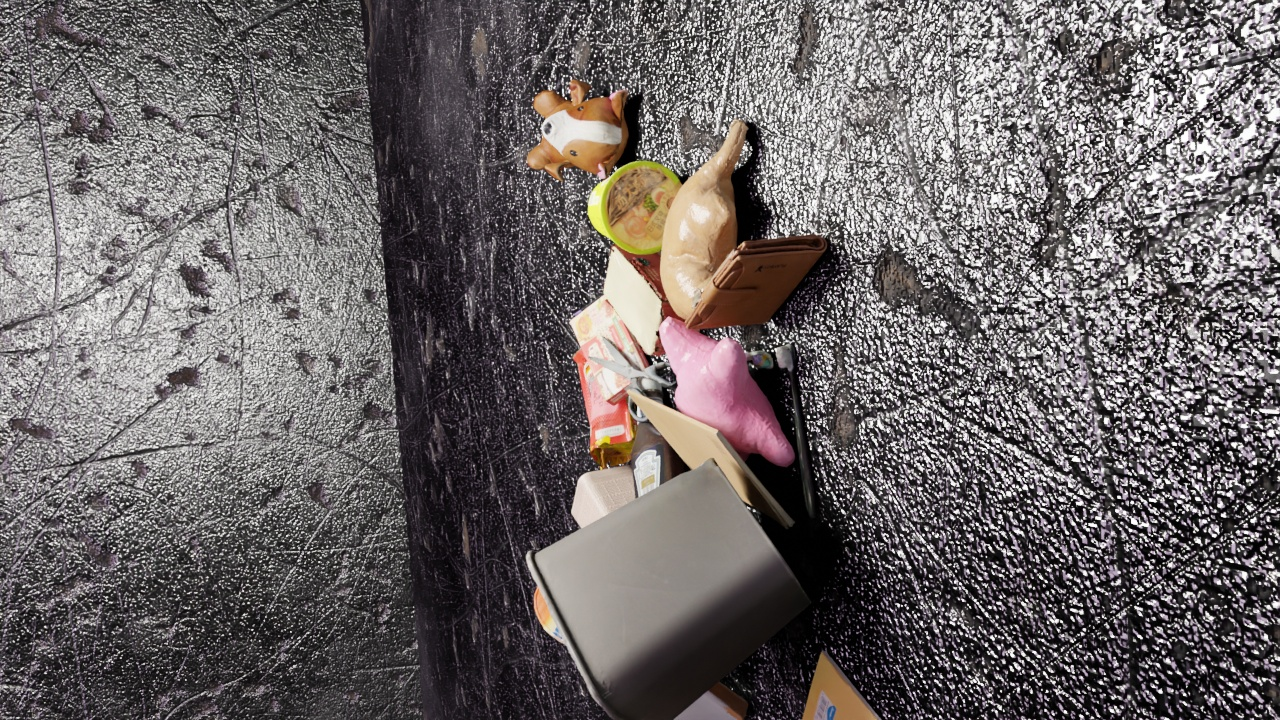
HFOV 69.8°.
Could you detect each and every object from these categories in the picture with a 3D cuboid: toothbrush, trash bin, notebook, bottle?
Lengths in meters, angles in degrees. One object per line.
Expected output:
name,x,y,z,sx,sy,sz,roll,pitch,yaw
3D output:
toothbrush,0.094,0.000,1.067,0.020,0.029,0.190,-56,19,-15
trash bin,0.037,0.237,0.947,0.199,0.220,0.199,55,179,35
notebook,0.222,0.409,0.895,0.206,0.010,0.146,46,136,52
notebook,0.073,0.106,1.036,0.149,0.012,0.212,51,167,-25
toothbrush,-0.069,-0.089,1.397,0.189,0.014,0.016,157,113,-64
bottle,0.019,0.114,1.188,0.080,0.044,0.194,-35,52,43
toothbrush,0.162,0.073,0.945,0.016,0.018,0.181,-15,83,61

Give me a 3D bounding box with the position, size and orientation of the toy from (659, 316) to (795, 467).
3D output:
toy,0.080,0.035,1.008,0.194,0.074,0.179,60,155,-11

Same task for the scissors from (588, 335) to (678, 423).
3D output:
scissors,-0.013,0.021,1.218,0.164,0.014,0.165,-15,56,30

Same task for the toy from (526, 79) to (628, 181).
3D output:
toy,-0.088,-0.318,1.276,0.200,0.130,0.140,26,113,50

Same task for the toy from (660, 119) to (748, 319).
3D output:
toy,0.072,-0.152,1.021,0.143,0.082,0.226,22,110,61

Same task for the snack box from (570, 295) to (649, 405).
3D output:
snack box,-0.042,-0.017,1.292,0.075,0.025,0.152,-36,55,16

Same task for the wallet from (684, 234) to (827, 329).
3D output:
wallet,0.111,-0.076,0.912,0.132,0.107,0.031,-56,48,53

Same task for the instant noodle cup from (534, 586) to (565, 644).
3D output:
instant noodle cup,-0.070,0.331,1.348,0.151,0.151,0.112,57,135,44

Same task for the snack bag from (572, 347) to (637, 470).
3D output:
snack bag,-0.052,0.046,1.340,0.129,0.073,0.207,-52,41,47

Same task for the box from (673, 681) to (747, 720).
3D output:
box,0.032,0.335,1.160,0.181,0.205,0.157,-25,30,46

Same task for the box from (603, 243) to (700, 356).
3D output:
box,0.006,-0.078,1.167,0.168,0.077,0.091,-127,40,-48

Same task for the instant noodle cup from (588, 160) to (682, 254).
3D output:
instant noodle cup,-0.013,-0.193,1.162,0.123,0.111,0.112,-152,59,-70

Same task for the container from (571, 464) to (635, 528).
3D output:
container,-0.032,0.223,1.301,0.111,0.090,0.090,54,141,42
